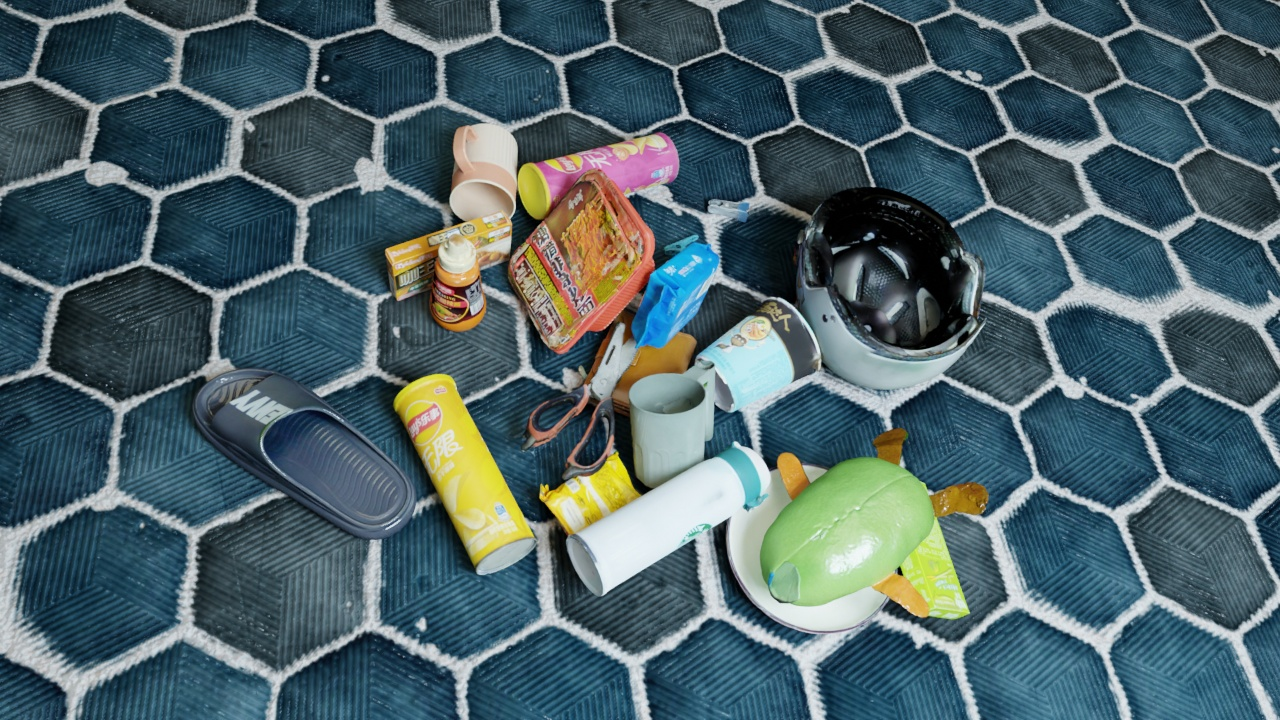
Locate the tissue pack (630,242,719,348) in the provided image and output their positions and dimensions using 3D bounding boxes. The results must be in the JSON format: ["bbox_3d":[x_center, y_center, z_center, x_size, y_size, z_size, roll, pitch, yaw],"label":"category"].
[{"bbox_3d":[0.039,-0.079,1.093,0.052,0.095,0.156,32,36,11],"label":"tissue pack"}]

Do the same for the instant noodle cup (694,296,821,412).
[{"bbox_3d":[0.133,0.000,1.087,0.120,0.111,0.111,-31,69,-17],"label":"instant noodle cup"}]

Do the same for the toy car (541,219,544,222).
[{"bbox_3d":[-0.078,-0.165,1.188,0.106,0.031,0.049,27,57,9],"label":"toy car"}]

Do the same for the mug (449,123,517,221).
[{"bbox_3d":[-0.205,-0.247,1.167,0.082,0.114,0.105,-12,56,15],"label":"mug"}]

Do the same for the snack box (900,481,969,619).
[{"bbox_3d":[0.309,0.203,1.012,0.085,0.026,0.156,20,48,-43],"label":"snack box"}]

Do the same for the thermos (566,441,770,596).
[{"bbox_3d":[0.036,0.160,0.945,0.223,0.073,0.073,-26,67,-26],"label":"thermos"}]

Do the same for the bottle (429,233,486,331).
[{"bbox_3d":[-0.209,-0.093,1.049,0.066,0.150,0.066,4,59,-8],"label":"bottle"}]

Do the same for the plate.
[{"bbox_3d":[0.184,0.207,1.006,0.192,0.039,0.192,4,59,-7],"label":"plate"}]

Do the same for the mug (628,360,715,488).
[{"bbox_3d":[0.043,0.070,1.016,0.084,0.103,0.123,21,37,34],"label":"mug"}]

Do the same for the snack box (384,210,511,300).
[{"bbox_3d":[-0.230,-0.128,1.110,0.153,0.075,0.026,-23,66,-22],"label":"snack box"}]

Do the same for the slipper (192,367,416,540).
[{"bbox_3d":[-0.349,0.082,0.961,0.268,0.083,0.110,33,57,8],"label":"slipper"}]

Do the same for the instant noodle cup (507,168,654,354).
[{"bbox_3d":[-0.061,-0.116,1.091,0.079,0.189,0.164,15,36,-49],"label":"instant noodle cup"}]

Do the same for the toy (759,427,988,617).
[{"bbox_3d":[0.223,0.170,0.953,0.246,0.090,0.227,-31,50,-14],"label":"toy"}]

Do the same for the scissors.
[{"bbox_3d":[-0.060,0.037,1.038,0.205,0.015,0.201,-14,56,-16],"label":"scissors"}]

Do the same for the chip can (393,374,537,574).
[{"bbox_3d":[-0.189,0.118,0.973,0.072,0.072,0.213,-22,66,-22],"label":"chip can"}]

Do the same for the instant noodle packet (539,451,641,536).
[{"bbox_3d":[-0.038,0.169,0.986,0.110,0.044,0.128,-25,70,-29],"label":"instant noodle packet"}]

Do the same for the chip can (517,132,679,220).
[{"bbox_3d":[-0.052,-0.244,1.199,0.210,0.072,0.071,-22,65,-30],"label":"chip can"}]

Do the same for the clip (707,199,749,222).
[{"bbox_3d":[0.120,-0.206,1.252,0.058,0.026,0.042,13,66,-2],"label":"clip"}]

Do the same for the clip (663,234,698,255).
[{"bbox_3d":[0.056,-0.149,1.212,0.054,0.013,0.033,-8,60,-17],"label":"clip"}]

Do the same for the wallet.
[{"bbox_3d":[-0.007,0.006,1.099,0.119,0.035,0.130,23,55,0],"label":"wallet"}]

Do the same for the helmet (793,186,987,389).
[{"bbox_3d":[0.290,-0.070,1.124,0.230,0.157,0.273,8,47,-6],"label":"helmet"}]
